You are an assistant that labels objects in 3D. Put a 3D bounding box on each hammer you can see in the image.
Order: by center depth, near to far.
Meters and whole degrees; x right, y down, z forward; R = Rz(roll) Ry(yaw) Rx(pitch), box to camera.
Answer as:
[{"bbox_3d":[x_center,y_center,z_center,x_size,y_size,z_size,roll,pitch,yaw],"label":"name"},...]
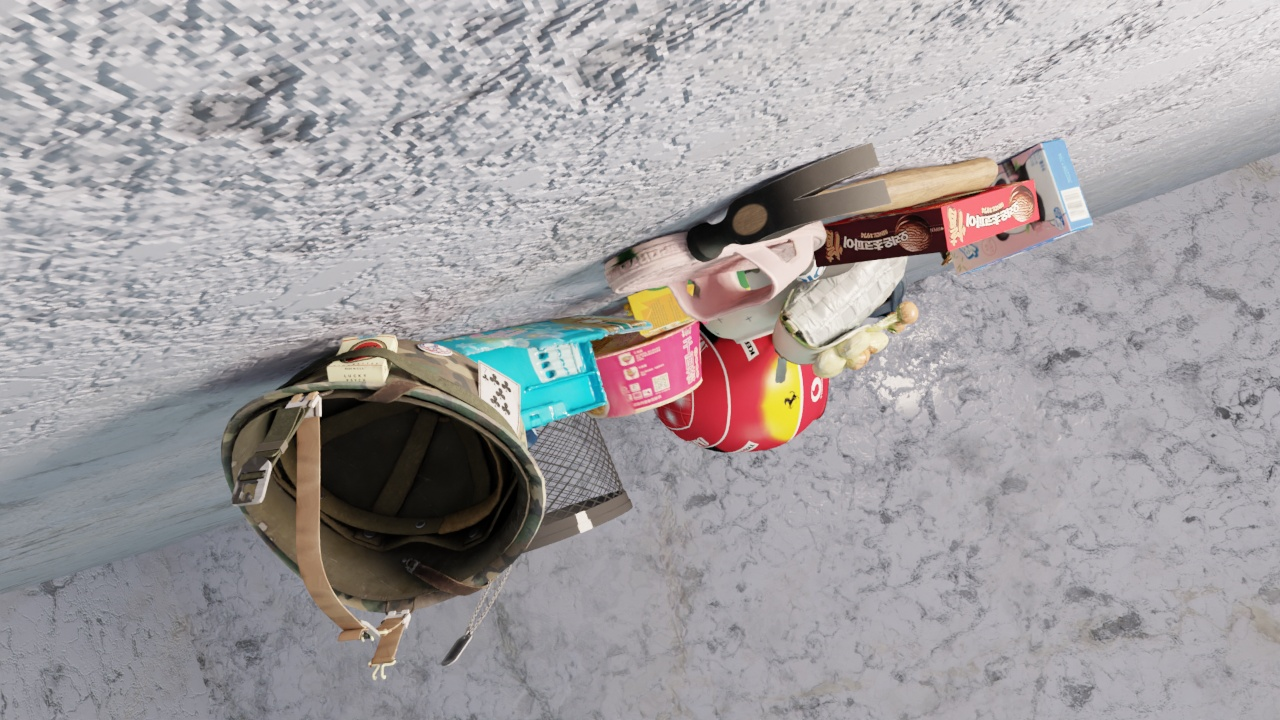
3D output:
[{"bbox_3d":[0.185,-0.128,0.693,0.304,0.040,0.133,-17,180,-39],"label":"hammer"}]

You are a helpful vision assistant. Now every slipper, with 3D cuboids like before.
[{"bbox_3d":[0.069,-0.068,0.739,0.094,0.064,0.238,-22,174,43],"label":"slipper"},{"bbox_3d":[0.294,-0.100,1.209,0.082,0.101,0.263,-21,173,8],"label":"slipper"}]

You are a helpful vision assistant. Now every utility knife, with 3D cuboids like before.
[{"bbox_3d":[0.186,-0.045,1.156,0.031,0.019,0.227,-35,-152,35],"label":"utility knife"}]

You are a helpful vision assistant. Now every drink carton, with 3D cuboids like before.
[{"bbox_3d":[0.047,-0.061,0.920,0.122,0.041,0.058,-19,177,6],"label":"drink carton"}]

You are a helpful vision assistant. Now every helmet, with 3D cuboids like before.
[{"bbox_3d":[-0.173,0.084,0.618,0.225,0.193,0.235,2,-149,25],"label":"helmet"},{"bbox_3d":[0.119,0.021,1.259,0.224,0.198,0.271,-9,-163,-23],"label":"helmet"}]

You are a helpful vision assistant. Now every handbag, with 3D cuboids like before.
[{"bbox_3d":[0.231,-0.062,1.000,0.171,0.123,0.112,-45,168,-7],"label":"handbag"}]

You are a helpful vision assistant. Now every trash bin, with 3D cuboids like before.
[{"bbox_3d":[-0.151,0.127,1.248,0.218,0.227,0.218,-19,177,-1],"label":"trash bin"}]

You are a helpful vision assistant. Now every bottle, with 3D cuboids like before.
[{"bbox_3d":[0.174,-0.103,0.910,0.047,0.047,0.112,-22,176,41],"label":"bottle"}]

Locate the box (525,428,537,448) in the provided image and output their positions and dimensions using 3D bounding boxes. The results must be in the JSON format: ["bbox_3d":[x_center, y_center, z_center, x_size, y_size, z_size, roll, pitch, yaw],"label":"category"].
[{"bbox_3d":[-0.208,0.104,0.905,0.209,0.047,0.122,-28,170,6],"label":"box"}]

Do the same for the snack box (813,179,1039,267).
[{"bbox_3d":[0.253,-0.122,0.819,0.151,0.036,0.133,-20,-169,-38],"label":"snack box"}]

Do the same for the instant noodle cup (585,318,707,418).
[{"bbox_3d":[-0.006,0.006,1.030,0.179,0.078,0.178,-17,-168,4],"label":"instant noodle cup"}]

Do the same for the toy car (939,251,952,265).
[{"bbox_3d":[0.391,-0.167,1.105,0.112,0.047,0.047,-49,173,6],"label":"toy car"}]

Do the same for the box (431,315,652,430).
[{"bbox_3d":[-0.084,0.006,0.818,0.117,0.097,0.226,-20,177,34],"label":"box"}]

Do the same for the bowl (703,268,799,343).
[{"bbox_3d":[0.142,-0.067,1.105,0.153,0.073,0.153,-18,176,-1],"label":"bowl"}]

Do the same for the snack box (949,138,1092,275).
[{"bbox_3d":[0.362,-0.147,0.906,0.033,0.088,0.154,-15,175,-24],"label":"snack box"}]
